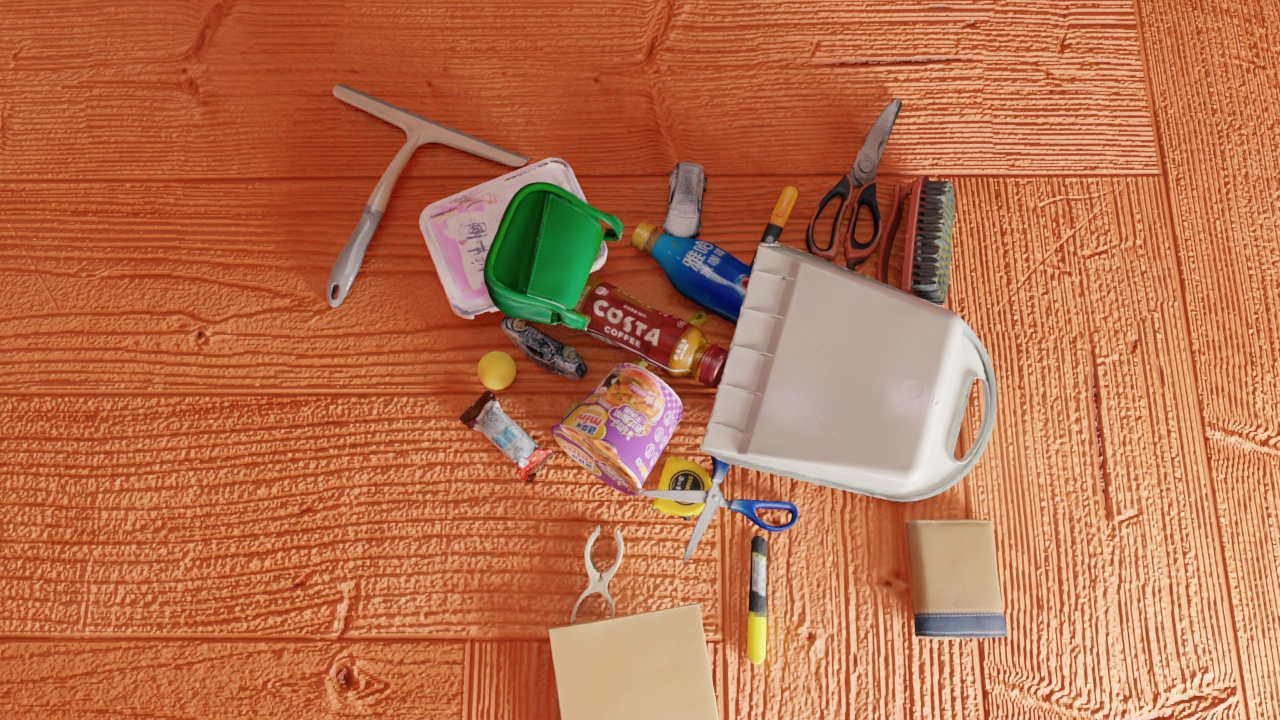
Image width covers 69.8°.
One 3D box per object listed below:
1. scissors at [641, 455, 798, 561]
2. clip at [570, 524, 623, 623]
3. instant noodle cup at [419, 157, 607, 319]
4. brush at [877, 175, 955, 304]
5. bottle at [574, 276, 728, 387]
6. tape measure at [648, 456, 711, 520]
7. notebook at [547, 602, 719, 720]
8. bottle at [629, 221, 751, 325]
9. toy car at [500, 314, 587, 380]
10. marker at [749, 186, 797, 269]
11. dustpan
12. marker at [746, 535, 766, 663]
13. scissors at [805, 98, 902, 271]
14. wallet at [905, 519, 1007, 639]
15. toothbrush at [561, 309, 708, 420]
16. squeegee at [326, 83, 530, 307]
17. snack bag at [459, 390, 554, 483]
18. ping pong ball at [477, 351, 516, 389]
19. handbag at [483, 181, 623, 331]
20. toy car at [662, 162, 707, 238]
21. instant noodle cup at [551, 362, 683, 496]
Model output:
[{"bbox_3d":[0.082,0.130,0.911,0.175,0.012,0.162,16,58,-16],"label":"scissors"},{"bbox_3d":[-0.041,0.214,0.911,0.076,0.035,0.100,8,85,2],"label":"clip"},{"bbox_3d":[-0.133,-0.124,0.983,0.173,0.060,0.138,-23,77,-3],"label":"instant noodle cup"},{"bbox_3d":[0.294,-0.131,0.980,0.069,0.063,0.145,1,72,32],"label":"brush"},{"bbox_3d":[0.008,-0.027,0.941,0.175,0.057,0.057,27,77,19],"label":"bottle"},{"bbox_3d":[0.044,0.131,0.930,0.057,0.029,0.060,16,75,6],"label":"tape measure"},{"bbox_3d":[0.001,0.350,0.873,0.149,0.012,0.211,-9,82,-2],"label":"notebook"},{"bbox_3d":[0.087,-0.079,0.966,0.219,0.065,0.065,33,78,10],"label":"bottle"},{"bbox_3d":[-0.103,-0.012,0.960,0.105,0.049,0.031,32,76,9],"label":"toy car"},{"bbox_3d":[0.143,-0.137,1.004,0.018,0.015,0.123,23,79,11],"label":"marker"},{"bbox_3d":[0.225,0.028,0.922,0.258,0.142,0.222,15,86,19],"label":"dustpan"},{"bbox_3d":[0.116,0.236,0.911,0.018,0.015,0.124,3,73,1],"label":"marker"},{"bbox_3d":[0.259,-0.197,1.018,0.210,0.015,0.177,-30,76,-6],"label":"scissors"},{"bbox_3d":[0.309,0.215,0.903,0.090,0.033,0.115,-1,75,-2],"label":"wallet"},{"bbox_3d":[-0.006,0.006,0.969,0.190,0.017,0.015,-37,77,-8],"label":"toothbrush"},{"bbox_3d":[-0.287,-0.172,1.009,0.246,0.039,0.246,23,77,7],"label":"squeegee"},{"bbox_3d":[-0.138,0.078,0.948,0.105,0.026,0.045,42,89,11],"label":"snack bag"},{"bbox_3d":[-0.150,0.010,0.958,0.040,0.040,0.040,0,75,1],"label":"ping pong ball"},{"bbox_3d":[-0.090,-0.101,0.917,0.120,0.068,0.131,21,76,-2],"label":"handbag"},{"bbox_3d":[0.049,-0.175,1.007,0.043,0.034,0.090,9,77,0],"label":"toy car"},{"bbox_3d":[-0.016,0.064,0.913,0.111,0.112,0.099,36,70,9],"label":"instant noodle cup"}]
